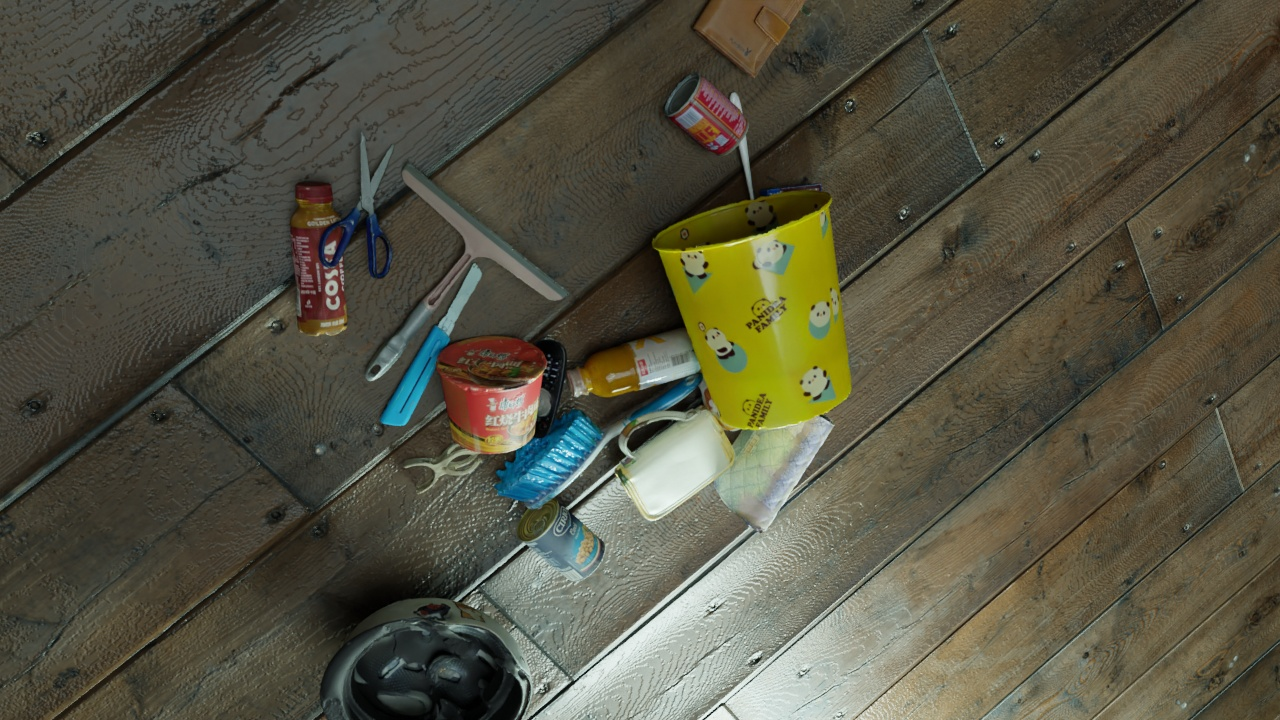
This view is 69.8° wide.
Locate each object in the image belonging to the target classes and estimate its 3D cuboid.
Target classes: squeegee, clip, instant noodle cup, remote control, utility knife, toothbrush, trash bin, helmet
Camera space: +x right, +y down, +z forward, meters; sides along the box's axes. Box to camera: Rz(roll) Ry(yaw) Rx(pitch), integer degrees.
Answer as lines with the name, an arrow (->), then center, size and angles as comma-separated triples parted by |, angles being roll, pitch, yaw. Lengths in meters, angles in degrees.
squeegee -> -0.263, -0.072, 1.146 | 0.247, 0.040, 0.250 | 39, 99, -12
clip -> -0.262, 0.141, 1.230 | 0.100, 0.034, 0.071 | -21, 117, -8
instant noodle cup -> -0.190, 0.045, 1.172 | 0.137, 0.138, 0.109 | -7, 120, -19
remote control -> -0.132, 0.037, 1.239 | 0.053, 0.024, 0.136 | 13, 100, 1
utility knife -> -0.265, -0.019, 1.178 | 0.034, 0.018, 0.238 | 27, 97, -27
toothbrush -> 0.140, -0.272, 1.241 | 0.016, 0.016, 0.180 | -20, 113, -16
trash bin -> 0.157, -0.064, 1.187 | 0.229, 0.229, 0.255 | -20, 108, -13
helmet -> -0.286, 0.418, 1.256 | 0.274, 0.157, 0.230 | 20, 103, -15

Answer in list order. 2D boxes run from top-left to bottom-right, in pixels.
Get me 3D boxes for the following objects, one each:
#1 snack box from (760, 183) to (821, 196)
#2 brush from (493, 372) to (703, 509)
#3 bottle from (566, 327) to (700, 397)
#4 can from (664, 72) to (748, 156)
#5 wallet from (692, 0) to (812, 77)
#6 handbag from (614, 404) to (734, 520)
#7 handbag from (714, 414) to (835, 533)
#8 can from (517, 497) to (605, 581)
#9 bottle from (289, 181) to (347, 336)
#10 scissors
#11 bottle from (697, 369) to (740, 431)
snack box -> 0.216, -0.166, 1.290 | 0.084, 0.026, 0.157 | -9, 104, -17
brush -> -0.057, 0.097, 1.274 | 0.314, 0.060, 0.109 | -43, 125, 4
bottle -> -0.007, 0.007, 1.257 | 0.189, 0.068, 0.068 | -16, 114, -15
can -> 0.086, -0.312, 1.174 | 0.093, 0.066, 0.066 | 33, 95, -28
wallet -> 0.147, -0.443, 1.171 | 0.119, 0.035, 0.131 | 31, 97, -22
handbag -> 0.036, 0.124, 1.304 | 0.163, 0.063, 0.179 | -35, 134, -8
handbag -> 0.189, 0.141, 1.347 | 0.075, 0.134, 0.194 | 26, 98, -28
can -> -0.111, 0.256, 1.307 | 0.075, 0.075, 0.111 | -44, 119, -1
bottle -> -0.377, -0.119, 1.072 | 0.057, 0.057, 0.175 | -4, 111, -20
scissors -> -0.319, -0.170, 1.071 | 0.162, 0.012, 0.164 | -54, 139, -30
bottle -> 0.118, 0.048, 1.326 | 0.063, 0.063, 0.108 | -38, 103, -5
